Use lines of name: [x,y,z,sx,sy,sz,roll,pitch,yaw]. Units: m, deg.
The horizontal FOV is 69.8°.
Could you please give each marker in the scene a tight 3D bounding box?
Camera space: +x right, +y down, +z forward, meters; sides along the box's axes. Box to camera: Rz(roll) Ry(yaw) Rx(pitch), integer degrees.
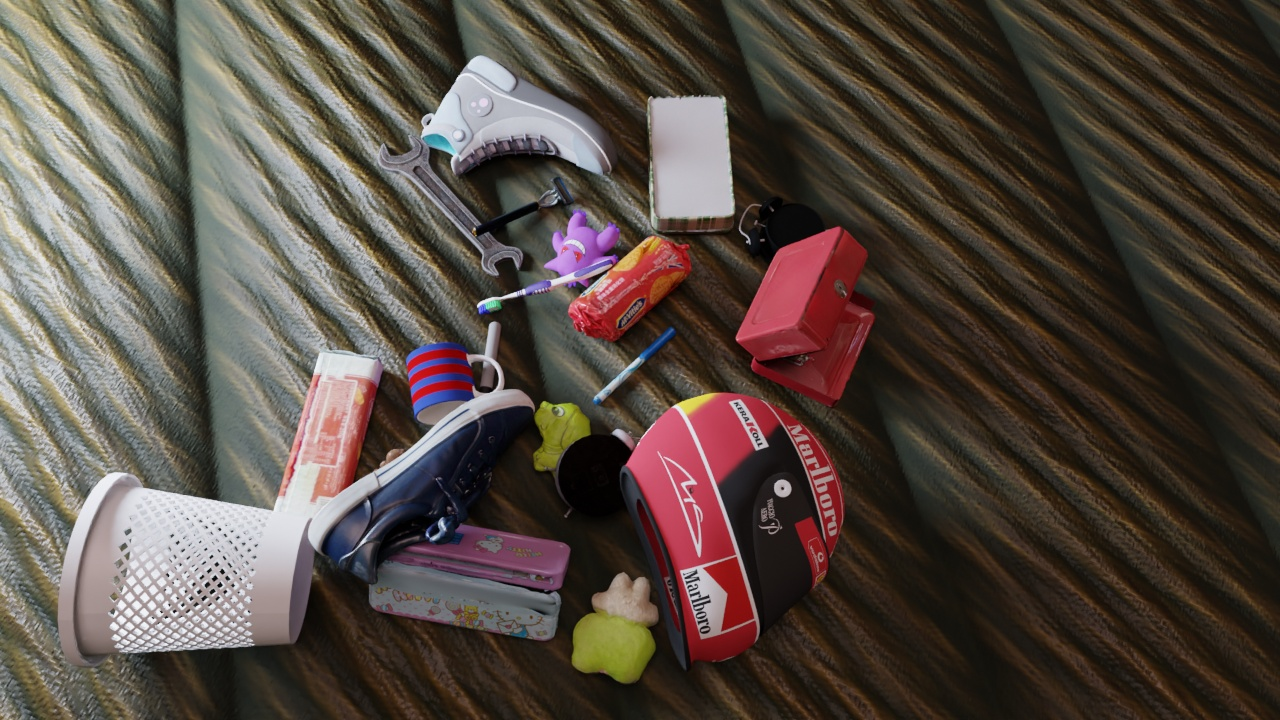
marker: [-0.190,0.017,1.143,0.016,0.016,0.140,5,67,0]
marker: [-0.007,0.007,1.157,0.013,0.013,0.141,42,72,14]

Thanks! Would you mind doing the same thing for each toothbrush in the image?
toothbrush: [-0.122,-0.093,1.166,0.187,0.015,0.016,-17,70,11]

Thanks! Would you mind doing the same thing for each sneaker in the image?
sneaker: [-0.205,0.140,1.006,0.127,0.121,0.293,37,52,18]
sneaker: [-0.168,-0.292,1.246,0.257,0.093,0.160,34,78,11]

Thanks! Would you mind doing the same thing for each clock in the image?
clock: [0.191,-0.169,1.224,0.121,0.043,0.091,24,68,8]
clock: [-0.043,0.130,1.076,0.122,0.035,0.094,-23,90,-18]

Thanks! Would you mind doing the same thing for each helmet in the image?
helmet: [0.108,0.166,0.995,0.224,0.198,0.270,-18,77,-9]

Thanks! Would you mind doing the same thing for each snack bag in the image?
snack bag: [-0.371,0.096,1.091,0.077,0.041,0.224,8,65,0]
snack bag: [-0.013,-0.087,1.164,0.176,0.082,0.082,-42,74,-17]

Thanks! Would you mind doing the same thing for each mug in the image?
mug: [-0.221,0.024,1.104,0.112,0.075,0.076,-15,68,0]

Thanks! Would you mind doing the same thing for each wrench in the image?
wrench: [-0.258,-0.210,1.241,0.070,0.010,0.273,-39,74,-17]

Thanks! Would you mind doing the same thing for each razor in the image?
razor: [-0.161,-0.200,1.232,0.144,0.022,0.043,-29,85,-18]

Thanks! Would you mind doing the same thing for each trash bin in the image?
trash bin: [-0.459,0.224,0.963,0.199,0.196,0.195,6,66,-10]

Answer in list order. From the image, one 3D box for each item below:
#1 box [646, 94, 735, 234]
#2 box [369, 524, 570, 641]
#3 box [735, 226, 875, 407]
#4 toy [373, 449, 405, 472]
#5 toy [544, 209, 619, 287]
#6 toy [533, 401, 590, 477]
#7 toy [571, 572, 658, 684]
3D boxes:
box: [0.067,-0.271,1.261,0.117,0.050,0.205,-3,66,-1]
box: [-0.191,0.249,1.034,0.214,0.089,0.093,10,108,2]
box: [0.209,-0.063,1.117,0.152,0.165,0.157,21,67,12]
toy: [-0.292,0.146,1.070,0.055,0.041,0.101,33,75,26]
toy: [-0.075,-0.139,1.194,0.106,0.056,0.088,26,69,26]
toy: [-0.094,0.096,1.104,0.094,0.036,0.093,34,72,3]
toy: [-0.024,0.294,1.017,0.092,0.043,0.117,14,64,6]
